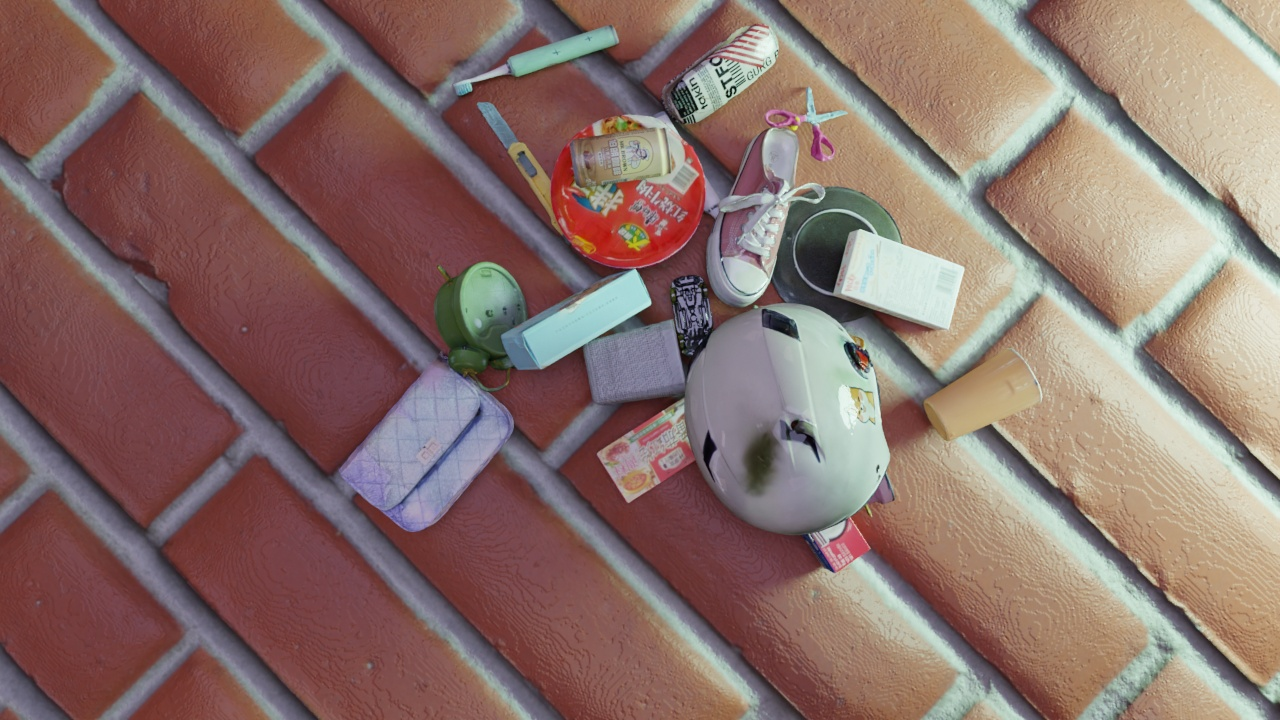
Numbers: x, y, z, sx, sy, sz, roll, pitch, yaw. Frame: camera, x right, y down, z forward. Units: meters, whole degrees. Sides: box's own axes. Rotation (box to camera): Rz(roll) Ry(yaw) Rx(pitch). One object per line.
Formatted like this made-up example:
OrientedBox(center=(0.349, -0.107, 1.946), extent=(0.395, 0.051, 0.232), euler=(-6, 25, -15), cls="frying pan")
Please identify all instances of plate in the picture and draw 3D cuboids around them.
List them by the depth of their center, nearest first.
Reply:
OrientedBox(center=(0.251, -0.137, 1.174), extent=(0.179, 0.024, 0.179), euler=(0, 86, 0), cls="plate")

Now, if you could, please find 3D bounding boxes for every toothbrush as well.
OrientedBox(center=(0.077, -0.221, 1.178), extent=(0.026, 0.027, 0.221), euler=(-30, 87, -26), cls="toothbrush")
OrientedBox(center=(-0.137, -0.389, 1.189), extent=(0.224, 0.026, 0.027), euler=(-18, 108, -2), cls="toothbrush")

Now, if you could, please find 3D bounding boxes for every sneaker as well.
OrientedBox(center=(0.150, -0.185, 1.130), extent=(0.118, 0.088, 0.240), euler=(20, 79, -13), cls="sneaker")

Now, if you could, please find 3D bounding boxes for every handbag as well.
OrientedBox(center=(-0.257, 0.104, 1.127), extent=(0.134, 0.075, 0.194), euler=(39, 86, 3), cls="handbag")

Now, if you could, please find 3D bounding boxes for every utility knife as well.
OrientedBox(center=(-0.144, -0.246, 1.187), extent=(0.031, 0.022, 0.220), euler=(-34, 82, -9), cls="utility knife")

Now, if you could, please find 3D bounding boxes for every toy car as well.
OrientedBox(center=(0.066, -0.055, 1.162), extent=(0.048, 0.032, 0.105), euler=(-10, 90, -2), cls="toy car")

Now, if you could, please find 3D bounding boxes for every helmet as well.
OrientedBox(center=(0.141, 0.058, 1.016), extent=(0.231, 0.156, 0.274), euler=(-20, 75, 26), cls="helmet")

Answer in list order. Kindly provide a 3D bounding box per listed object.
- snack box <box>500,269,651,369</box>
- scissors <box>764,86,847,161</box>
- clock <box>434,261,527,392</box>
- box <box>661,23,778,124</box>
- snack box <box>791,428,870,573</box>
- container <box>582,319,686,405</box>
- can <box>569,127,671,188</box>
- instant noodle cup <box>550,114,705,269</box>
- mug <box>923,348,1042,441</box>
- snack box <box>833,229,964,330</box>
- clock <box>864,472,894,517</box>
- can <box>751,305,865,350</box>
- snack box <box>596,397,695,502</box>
OrientedBox(center=(-0.077, -0.049, 1.107), extent=(0.174, 0.074, 0.051), euler=(-31, 104, -25), cls="snack box")
OrientedBox(center=(0.219, -0.299, 1.162), extent=(0.133, 0.017, 0.130), euler=(-19, 66, -31), cls="scissors")
OrientedBox(center=(-0.192, -0.041, 1.120), extent=(0.056, 0.116, 0.161), euler=(-13, 89, 34), cls="clock")
OrientedBox(center=(0.100, -0.368, 1.183), extent=(0.163, 0.083, 0.075), euler=(-41, 123, -4), cls="box")
OrientedBox(center=(0.198, 0.160, 1.135), extent=(0.058, 0.057, 0.207), euler=(-33, 86, -6), cls="snack box")
OrientedBox(center=(-0.007, 0.007, 1.130), extent=(0.114, 0.090, 0.090), euler=(-11, 85, 2), cls="container")
OrientedBox(center=(-0.024, -0.243, 1.097), extent=(0.116, 0.058, 0.058), euler=(-9, 86, -1), cls="can")
OrientedBox(center=(-0.015, -0.206, 1.157), extent=(0.194, 0.066, 0.193), euler=(0, 86, 1), cls="instant noodle cup")
OrientedBox(center=(0.420, 0.047, 1.139), extent=(0.123, 0.078, 0.078), euler=(-28, 86, 3), cls="mug")
OrientedBox(center=(0.325, -0.100, 1.153), extent=(0.156, 0.027, 0.084), euler=(17, 86, -13), cls="snack box")
OrientedBox(center=(0.250, 0.107, 1.111), extent=(0.060, 0.117, 0.158), euler=(-22, 87, 7), cls="clock")
OrientedBox(center=(0.203, -0.022, 1.148), extent=(0.147, 0.058, 0.058), euler=(18, 86, 1), cls="can")
OrientedBox(center=(0.028, 0.107, 1.153), extent=(0.153, 0.025, 0.075), euler=(-32, 86, -3), cls="snack box")
